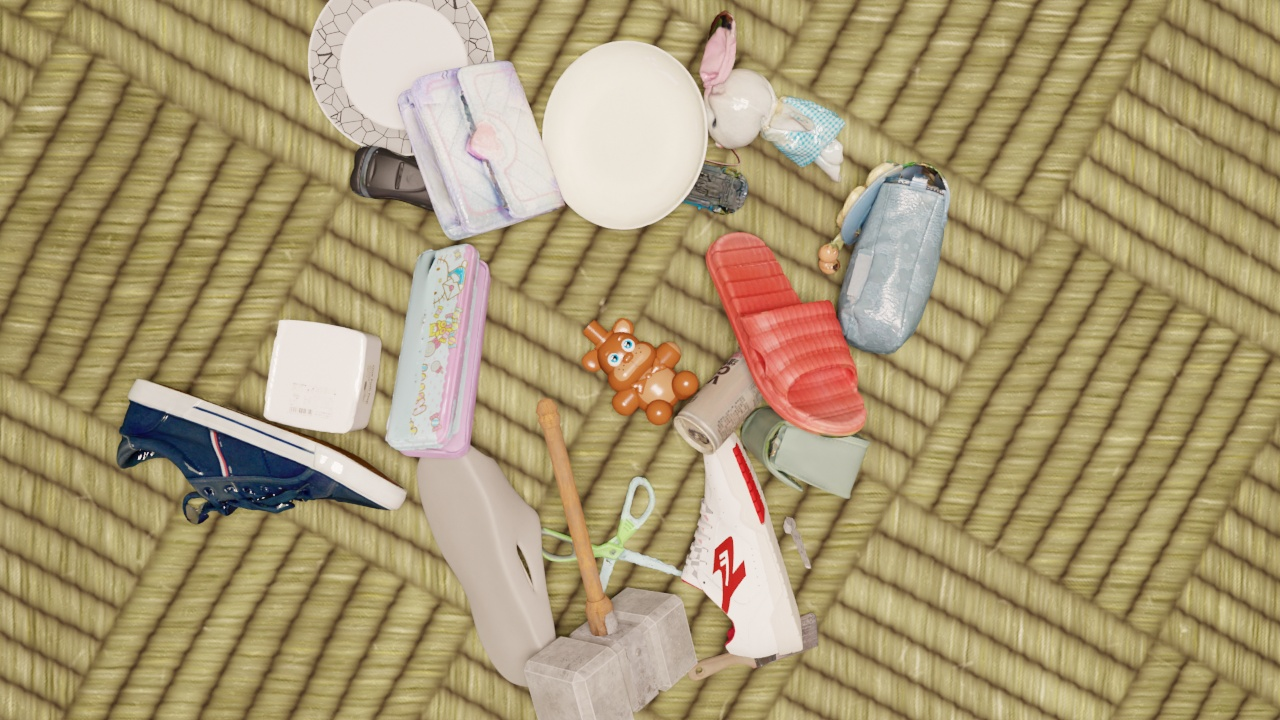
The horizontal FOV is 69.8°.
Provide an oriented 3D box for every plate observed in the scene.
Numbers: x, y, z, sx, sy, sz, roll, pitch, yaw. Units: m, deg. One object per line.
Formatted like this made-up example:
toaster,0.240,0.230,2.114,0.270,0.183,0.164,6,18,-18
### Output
plate,-0.245,-0.306,0.947,0.188,0.016,0.188,0,93,-2
plate,-0.013,-0.225,0.925,0.182,0.034,0.182,5,102,24

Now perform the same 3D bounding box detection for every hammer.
hammer,-0.053,0.187,0.883,0.083,0.162,0.318,-4,104,42

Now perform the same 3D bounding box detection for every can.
can,0.096,0.031,0.933,0.054,0.054,0.135,46,69,-3

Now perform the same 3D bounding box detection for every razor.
razor,-0.224,-0.179,0.942,0.140,0.064,0.053,13,91,-17

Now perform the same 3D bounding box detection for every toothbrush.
toothbrush,0.153,0.181,0.900,0.010,0.181,0.010,15,95,3

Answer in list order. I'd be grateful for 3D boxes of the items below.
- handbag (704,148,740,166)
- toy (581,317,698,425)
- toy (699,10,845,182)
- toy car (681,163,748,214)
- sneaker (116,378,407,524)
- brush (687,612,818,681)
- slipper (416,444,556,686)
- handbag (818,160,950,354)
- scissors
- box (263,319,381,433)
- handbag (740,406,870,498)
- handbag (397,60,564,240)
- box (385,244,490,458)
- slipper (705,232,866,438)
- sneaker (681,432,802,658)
handbag,0.052,-0.235,0.957,0.119,0.029,0.055,28,94,-8
toy,-0.006,0.006,0.948,0.127,0.065,0.095,42,81,2
toy,0.126,-0.248,0.933,0.205,0.130,0.106,40,113,-14
toy car,0.058,-0.182,0.953,0.105,0.032,0.048,14,92,3
sneaker,-0.386,0.121,0.922,0.294,0.121,0.127,17,79,0
brush,0.122,0.313,0.990,0.151,0.012,0.039,-18,94,-1
slipper,-0.140,0.199,0.948,0.113,0.080,0.266,-26,87,43
handbag,0.241,-0.105,0.927,0.119,0.121,0.192,19,94,14
scissors,-0.030,0.204,0.980,0.171,0.021,0.172,16,91,-7
box,-0.324,0.017,0.953,0.102,0.091,0.107,9,87,5
handbag,0.162,0.090,0.927,0.106,0.122,0.067,18,94,-5
handbag,-0.152,-0.210,0.907,0.126,0.069,0.158,-23,98,-29
box,-0.199,-0.011,0.907,0.078,0.065,0.213,-1,68,11
slipper,0.143,-0.037,0.895,0.103,0.059,0.248,-14,63,-27
sneaker,0.088,0.196,0.954,0.104,0.090,0.236,-17,94,10
